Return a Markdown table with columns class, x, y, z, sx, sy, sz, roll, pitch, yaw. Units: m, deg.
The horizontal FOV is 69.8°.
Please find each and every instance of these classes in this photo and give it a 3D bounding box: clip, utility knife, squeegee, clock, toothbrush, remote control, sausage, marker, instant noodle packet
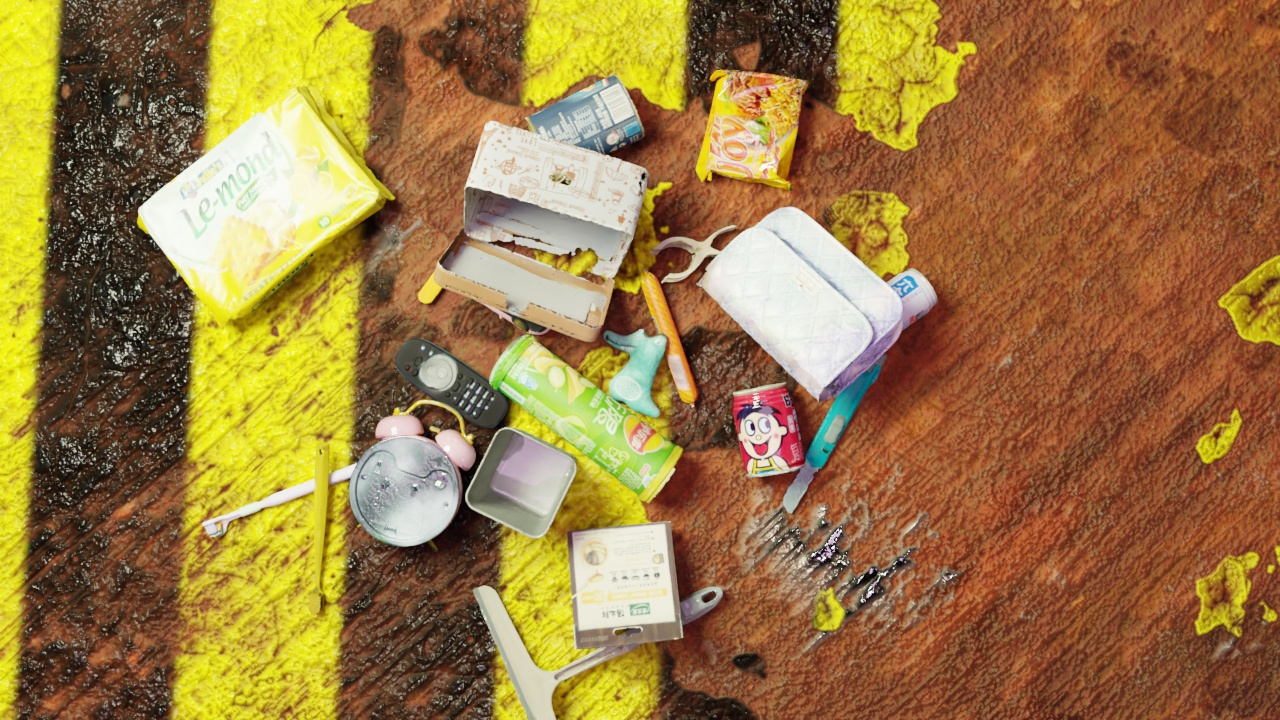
| class | x | y | z | sx | sy | sz | roll | pitch | yaw |
| --- | --- | --- | --- | --- | --- | --- | --- | --- | --- |
| clip | 0.064 | -0.106 | 1.016 | 0.104 | 0.035 | 0.083 | -2 | 85 | -9 |
| utility knife | 0.214 | 0.078 | 1.020 | 0.029 | 0.013 | 0.207 | 30 | 88 | 1 |
| squeegee | -0.021 | 0.308 | 1.000 | 0.246 | 0.039 | 0.246 | -26 | 71 | -8 |
| clock | -0.242 | 0.120 | 0.993 | 0.117 | 0.060 | 0.158 | 18 | 90 | 1 |
| toothbrush | -0.350 | 0.184 | 0.999 | 0.015 | 0.016 | 0.190 | 4 | 95 | -7 |
| remote control | -0.207 | 0.025 | 1.012 | 0.136 | 0.024 | 0.053 | 34 | 91 | 1 |
| sausage | 0.032 | -0.025 | 1.017 | 0.021 | 0.021 | 0.165 | -19 | 89 | -1 |
| marker | -0.207 | -0.115 | 1.022 | 0.018 | 0.015 | 0.124 | 35 | 86 | -1 |
| instant noodle packet | 0.123 | -0.255 | 1.015 | 0.111 | 0.044 | 0.128 | 10 | 89 | 4 |
| toothbrush | -0.387 | 0.150 | 1.010 | 0.189 | 0.029 | 0.021 | -22 | 51 | -2 |

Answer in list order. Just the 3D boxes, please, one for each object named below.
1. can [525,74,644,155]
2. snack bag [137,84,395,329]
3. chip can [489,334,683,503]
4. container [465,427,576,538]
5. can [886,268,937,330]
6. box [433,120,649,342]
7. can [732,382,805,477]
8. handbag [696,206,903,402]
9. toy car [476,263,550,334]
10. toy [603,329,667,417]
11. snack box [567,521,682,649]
| class | x | y | z | sx | sy | sz | roll | pitch | yaw |
| --- | --- | --- | --- | --- | --- | --- | --- | --- | --- |
| can | -0.059 | -0.253 | 0.997 | 0.111 | 0.075 | 0.075 | -27 | 89 | -2 |
| snack bag | -0.402 | -0.164 | 0.994 | 0.246 | 0.068 | 0.158 | -39 | 90 | -2 |
| chip can | -0.060 | 0.060 | 0.989 | 0.221 | 0.072 | 0.072 | 37 | 88 | 0 |
| container | -0.119 | 0.123 | 0.965 | 0.090 | 0.114 | 0.090 | 27 | 88 | 0 |
| can | 0.255 | -0.043 | 1.004 | 0.134 | 0.053 | 0.053 | -35 | 89 | -1 |
| box | -0.107 | -0.115 | 0.948 | 0.182 | 0.153 | 0.177 | 16 | 70 | -5 |
| can | 0.138 | 0.075 | 0.993 | 0.066 | 0.066 | 0.094 | -11 | 88 | -1 |
| handbag | 0.170 | -0.065 | 0.962 | 0.134 | 0.075 | 0.194 | -43 | 64 | -2 |
| toy car | -0.143 | -0.073 | 1.011 | 0.122 | 0.037 | 0.056 | 32 | 82 | 13 |
| toy | -0.006 | 0.006 | 1.011 | 0.096 | 0.030 | 0.092 | 25 | 96 | 18 |
| snack box | -0.017 | 0.240 | 0.977 | 0.113 | 0.053 | 0.125 | -5 | 69 | -1 |
